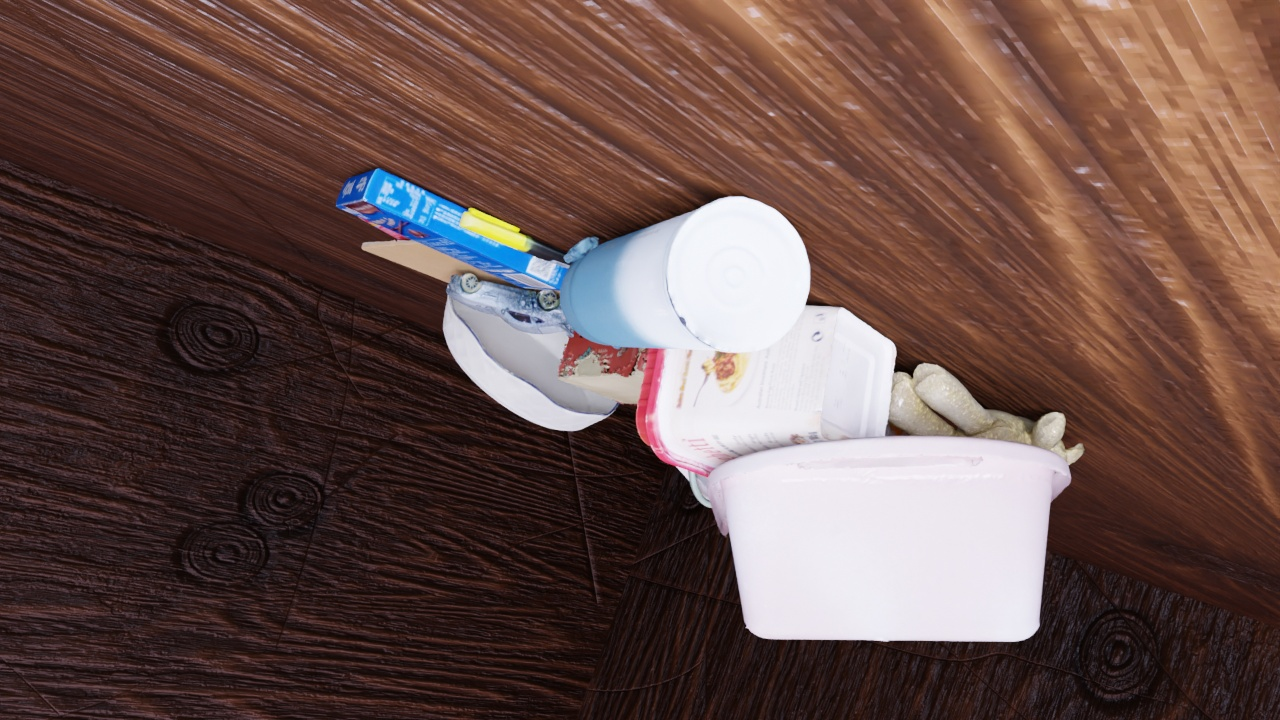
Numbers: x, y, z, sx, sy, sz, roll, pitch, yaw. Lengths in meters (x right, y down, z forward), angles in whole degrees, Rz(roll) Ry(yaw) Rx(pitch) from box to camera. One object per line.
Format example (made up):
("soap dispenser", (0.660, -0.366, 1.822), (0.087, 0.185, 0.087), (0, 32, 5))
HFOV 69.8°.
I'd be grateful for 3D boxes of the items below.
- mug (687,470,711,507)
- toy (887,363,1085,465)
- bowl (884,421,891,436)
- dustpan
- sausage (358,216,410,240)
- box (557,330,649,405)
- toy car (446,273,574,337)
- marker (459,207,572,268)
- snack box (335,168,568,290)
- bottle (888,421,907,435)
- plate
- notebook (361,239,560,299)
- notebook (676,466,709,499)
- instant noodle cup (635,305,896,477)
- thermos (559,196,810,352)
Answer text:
("mug", (0.092, 0.080, 0.809), (0.111, 0.106, 0.082), (-23, -173, -4))
("toy", (0.225, 0.048, 0.608), (0.157, 0.066, 0.105), (27, 131, -28))
("bowl", (0.146, 0.046, 0.739), (0.118, 0.118, 0.064), (19, -149, 14))
("dustpan", (0.155, 0.084, 0.590), (0.223, 0.139, 0.273), (-4, -171, 8))
("sausage", (-0.196, -0.107, 0.793), (0.020, 0.020, 0.155), (18, 174, 29))
("box", (-0.004, 0.005, 0.797), (0.091, 0.079, 0.169), (22, 168, -26))
("toy car", (-0.113, -0.048, 0.808), (0.121, 0.036, 0.054), (15, 172, 7))
("marker", (-0.067, -0.077, 0.638), (0.124, 0.015, 0.018), (20, 177, -30))
("snack box", (-0.132, -0.091, 0.660), (0.157, 0.026, 0.085), (23, 174, -30))
("bottle", (0.182, 0.057, 0.825), (0.108, 0.063, 0.063), (34, 179, 15))
("plate", (-0.113, -0.003, 0.929), (0.205, 0.046, 0.204), (35, -163, -13))
("notebook", (-0.126, -0.070, 0.829), (0.148, 0.008, 0.207), (5, 168, 43))
("notebook", (0.093, 0.099, 0.900), (0.012, 0.150, 0.209), (-29, 114, 29))
("instant noodle cup", (0.079, 0.016, 0.561), (0.124, 0.116, 0.116), (-1, 162, 41))
("thermos", (0.007, -0.038, 0.472), (0.070, 0.070, 0.221), (22, 175, -18))
